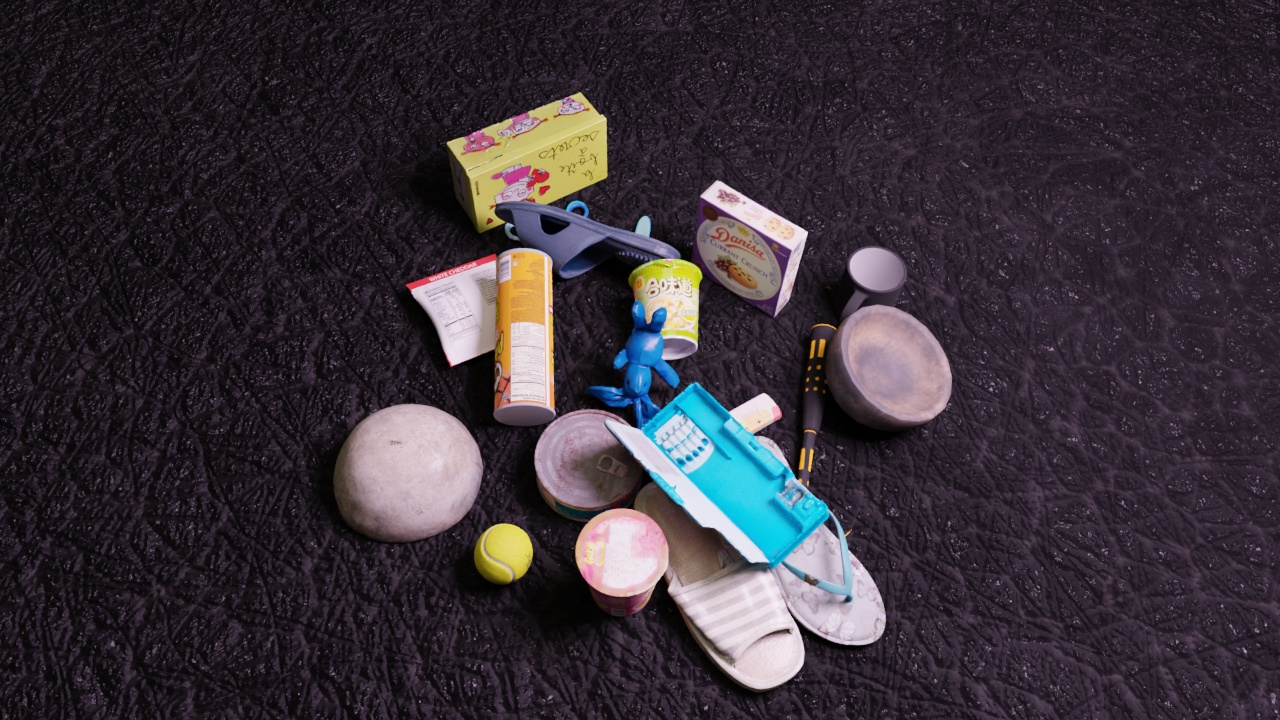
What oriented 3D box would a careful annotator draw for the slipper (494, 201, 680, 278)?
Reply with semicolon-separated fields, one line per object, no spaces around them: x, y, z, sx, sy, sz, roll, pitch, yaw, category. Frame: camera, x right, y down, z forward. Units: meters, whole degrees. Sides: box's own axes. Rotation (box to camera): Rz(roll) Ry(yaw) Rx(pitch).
-0.079;-0.146;1.250;0.264;0.101;0.082;16;85;8;slipper

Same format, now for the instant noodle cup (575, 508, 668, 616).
-0.021;0.228;1.002;0.097;0.109;0.097;1;57;-2;instant noodle cup

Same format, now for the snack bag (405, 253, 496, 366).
-0.224;-0.072;1.227;0.130;0.039;0.144;-23;64;-21;snack bag

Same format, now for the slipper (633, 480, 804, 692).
0.083;0.241;1.034;0.114;0.054;0.272;-29;62;-14;slipper

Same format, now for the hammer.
0.215;0.091;1.146;0.123;0.036;0.319;13;60;5;hammer

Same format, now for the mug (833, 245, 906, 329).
0.297;-0.084;1.227;0.078;0.088;0.113;32;62;17;mug

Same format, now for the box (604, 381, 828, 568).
0.078;0.136;1.034;0.169;0.086;0.227;-21;52;-36;box

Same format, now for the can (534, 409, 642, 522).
-0.061;0.126;1.104;0.130;0.044;0.129;1;57;-2;can

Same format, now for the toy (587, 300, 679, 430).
-0.007;0.007;1.138;0.113;0.176;0.071;11;20;6;toy

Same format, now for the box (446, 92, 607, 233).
-0.158;-0.287;1.322;0.220;0.125;0.082;-24;62;-19;box

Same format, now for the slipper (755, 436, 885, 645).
0.178;0.203;1.038;0.098;0.055;0.268;-30;70;-8;slipper

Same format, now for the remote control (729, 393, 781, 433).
0.122;0.082;1.156;0.125;0.018;0.038;-27;62;-20;remote control

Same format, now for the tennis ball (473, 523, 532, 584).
-0.154;0.217;1.029;0.065;0.065;0.065;1;57;-2;tennis ball

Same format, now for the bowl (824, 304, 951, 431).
0.302;0.016;1.152;0.162;0.070;0.162;10;60;-19;bowl

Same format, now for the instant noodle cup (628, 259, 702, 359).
0.036;-0.063;1.207;0.099;0.099;0.107;-2;66;-3;instant noodle cup

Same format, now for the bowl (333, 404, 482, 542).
-0.278;0.118;1.081;0.178;0.081;0.178;2;57;-3;bowl

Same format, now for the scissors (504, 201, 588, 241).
-0.123;-0.186;1.322;0.134;0.011;0.139;24;61;13;scissors

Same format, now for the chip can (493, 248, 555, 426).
-0.147;-0.030;1.163;0.075;0.075;0.214;-2;67;-3;chip can

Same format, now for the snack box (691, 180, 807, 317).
0.142;-0.147;1.227;0.143;0.148;0.040;34;62;19;snack box

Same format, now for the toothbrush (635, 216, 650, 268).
-0.001;-0.158;1.305;0.022;0.017;0.135;3;57;8;toothbrush
